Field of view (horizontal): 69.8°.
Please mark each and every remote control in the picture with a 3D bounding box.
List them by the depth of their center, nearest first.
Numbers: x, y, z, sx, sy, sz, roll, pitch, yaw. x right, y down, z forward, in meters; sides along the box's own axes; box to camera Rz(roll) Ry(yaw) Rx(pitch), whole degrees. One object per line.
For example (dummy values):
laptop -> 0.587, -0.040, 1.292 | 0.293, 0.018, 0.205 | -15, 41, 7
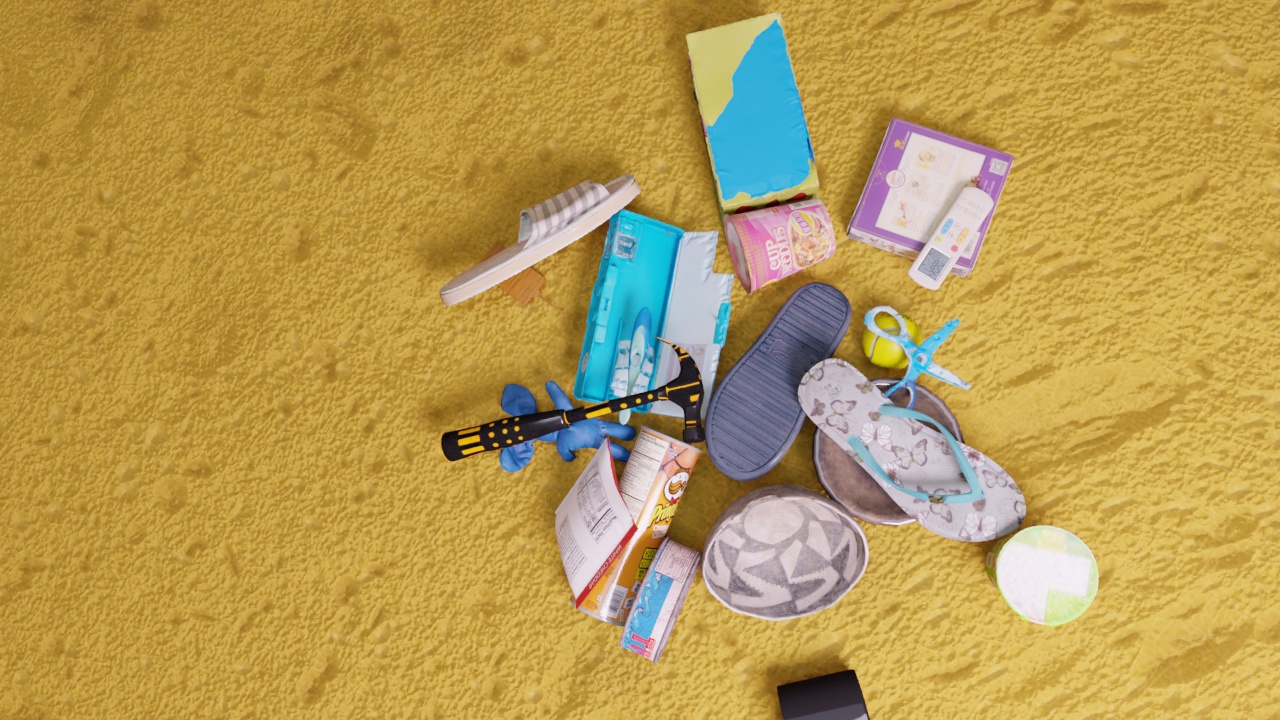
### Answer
remote control -> 0.347, -0.137, 1.027 | 0.038, 0.018, 0.125 | 34, 90, 11

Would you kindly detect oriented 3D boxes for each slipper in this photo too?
slipper -> 0.277, 0.101, 0.956 | 0.269, 0.054, 0.098 | 36, 96, 8
slipper -> 0.154, 0.026, 1.053 | 0.101, 0.083, 0.263 | 30, 69, 10
slipper -> -0.124, -0.149, 1.085 | 0.272, 0.114, 0.054 | -34, 113, -6

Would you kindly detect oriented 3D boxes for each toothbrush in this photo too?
toothbrush -> -0.006, 0.006, 1.030 | 0.022, 0.017, 0.135 | 10, 82, 9

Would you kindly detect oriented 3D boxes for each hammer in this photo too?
hammer -> -0.083, 0.061, 1.023 | 0.321, 0.036, 0.123 | -14, 72, 18

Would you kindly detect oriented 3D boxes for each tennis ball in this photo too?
tennis ball -> 0.285, -0.022, 1.040 | 0.065, 0.065, 0.065 | -1, 83, 8

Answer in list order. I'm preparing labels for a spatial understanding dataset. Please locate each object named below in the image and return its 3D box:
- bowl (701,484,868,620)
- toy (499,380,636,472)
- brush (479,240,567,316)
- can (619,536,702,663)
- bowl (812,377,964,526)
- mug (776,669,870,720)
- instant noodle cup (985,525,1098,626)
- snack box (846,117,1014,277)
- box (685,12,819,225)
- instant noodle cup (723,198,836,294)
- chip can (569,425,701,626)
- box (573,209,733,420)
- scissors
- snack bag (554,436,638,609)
bowl -> 0.154, 0.197, 1.010 | 0.178, 0.081, 0.179 | 0, 121, 0
toy -> -0.094, 0.088, 1.082 | 0.176, 0.071, 0.112 | 10, 73, 10
brush -> -0.143, -0.093, 1.134 | 0.126, 0.017, 0.048 | 37, 89, 11
can -> 0.023, 0.263, 1.009 | 0.044, 0.130, 0.130 | 22, 86, 10
bowl -> 0.272, 0.102, 1.024 | 0.162, 0.070, 0.162 | -1, 83, 8
mug -> 0.206, 0.400, 1.000 | 0.088, 0.078, 0.113 | -15, 108, 6
instant noodle cup -> 0.413, 0.221, 0.969 | 0.099, 0.108, 0.099 | -1, 83, 8
snack box -> 0.335, -0.190, 1.066 | 0.148, 0.040, 0.143 | 22, 86, 10
box -> 0.132, -0.283, 1.090 | 0.124, 0.083, 0.221 | -14, 83, 6
instant noodle cup -> 0.163, -0.138, 1.063 | 0.108, 0.098, 0.097 | -17, 81, -1
chip can -> -0.005, 0.188, 1.051 | 0.075, 0.075, 0.215 | 22, 87, 10
box -> 0.022, -0.050, 1.077 | 0.169, 0.086, 0.227 | 11, 85, 8
scissors -> 0.291, 0.003, 0.992 | 0.134, 0.011, 0.139 | 32, 88, 9
snack bag -> -0.055, 0.177, 1.019 | 0.039, 0.144, 0.131 | 19, 120, -29
